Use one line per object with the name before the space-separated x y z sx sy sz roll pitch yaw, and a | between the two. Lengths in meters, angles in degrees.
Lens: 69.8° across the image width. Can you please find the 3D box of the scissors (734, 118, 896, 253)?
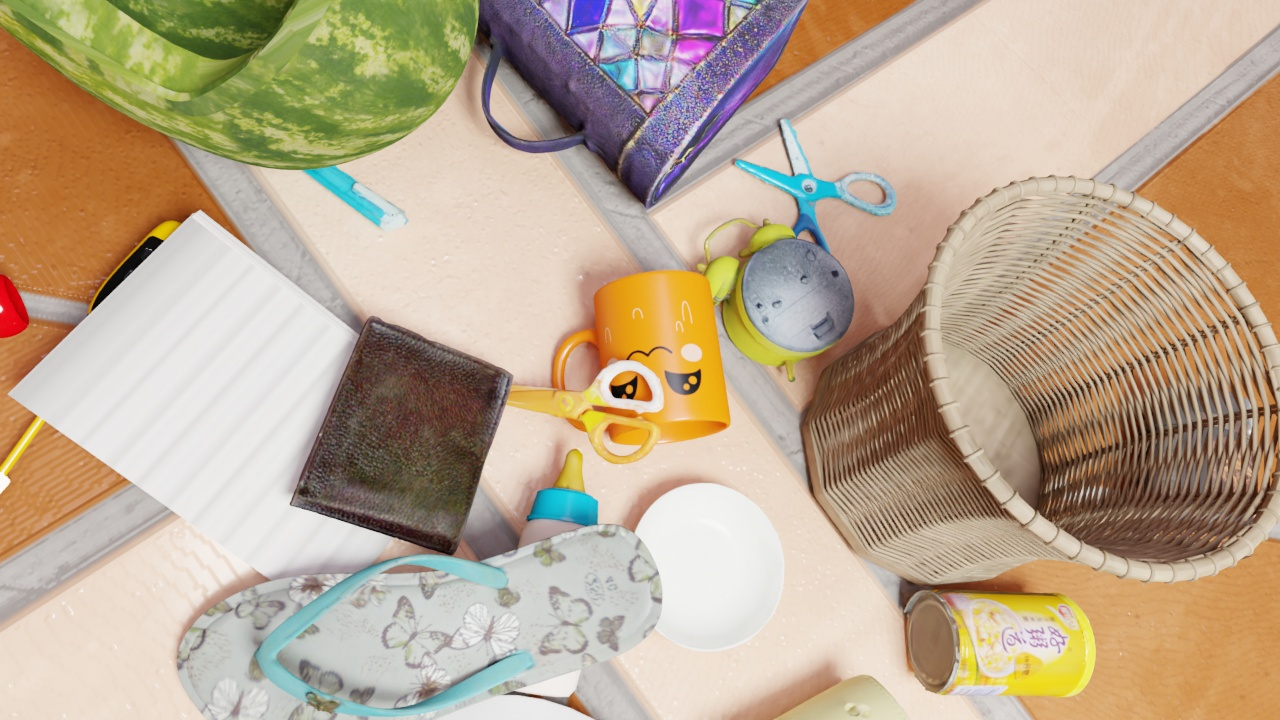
scissors | 0.130 -0.118 0.695 0.134 0.011 0.137 19 71 -12

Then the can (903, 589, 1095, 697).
can | 0.235 0.186 0.604 0.105 0.068 0.067 5 73 -14

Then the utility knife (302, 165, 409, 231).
utility knife | -0.230 -0.142 0.602 0.181 0.015 0.022 36 39 -1

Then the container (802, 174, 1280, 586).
container | 0.229 0.033 0.570 0.226 0.197 0.226 5 69 -13

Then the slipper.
slipper | -0.119 0.153 0.490 0.269 0.055 0.098 -11 81 -2

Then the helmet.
helmet | -0.211 -0.218 0.508 0.247 0.243 0.213 26 91 -10

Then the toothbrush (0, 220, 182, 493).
toothbrush | -0.320 0.000 0.527 0.031 0.031 0.196 38 68 -30

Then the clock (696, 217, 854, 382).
clock | 0.093 -0.049 0.639 0.083 0.057 0.119 -35 86 -21

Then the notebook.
notebook | -0.221 0.031 0.538 0.209 0.009 0.142 40 68 -11

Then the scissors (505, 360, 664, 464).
scissors | -0.042 0.025 0.565 0.128 0.013 0.064 9 85 30

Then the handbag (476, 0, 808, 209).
handbag | -0.015 -0.228 0.619 0.222 0.125 0.205 -44 89 -3

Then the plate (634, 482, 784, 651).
plate | 0.039 0.132 0.588 0.104 0.026 0.104 4 73 -15

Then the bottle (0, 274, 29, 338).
bottle | -0.407 -0.013 0.503 0.118 0.036 0.036 -22 81 -20

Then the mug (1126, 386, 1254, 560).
mug | 0.419 0.091 0.686 0.115 0.080 0.107 34 64 -34

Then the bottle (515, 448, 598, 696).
bottle | -0.051 0.124 0.553 0.051 0.051 0.146 13 71 -12

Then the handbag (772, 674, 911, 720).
handbag | 0.113 0.262 0.543 0.119 0.081 0.111 -23 69 -18

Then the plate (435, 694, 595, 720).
plate | -0.082 0.307 0.489 0.242 0.016 0.242 2 70 -6

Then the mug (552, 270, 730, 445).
mug | -0.003 0.003 0.596 0.113 0.077 0.096 -11 75 14

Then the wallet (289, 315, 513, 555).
wallet | -0.139 0.045 0.549 0.099 0.031 0.119 23 71 -20
